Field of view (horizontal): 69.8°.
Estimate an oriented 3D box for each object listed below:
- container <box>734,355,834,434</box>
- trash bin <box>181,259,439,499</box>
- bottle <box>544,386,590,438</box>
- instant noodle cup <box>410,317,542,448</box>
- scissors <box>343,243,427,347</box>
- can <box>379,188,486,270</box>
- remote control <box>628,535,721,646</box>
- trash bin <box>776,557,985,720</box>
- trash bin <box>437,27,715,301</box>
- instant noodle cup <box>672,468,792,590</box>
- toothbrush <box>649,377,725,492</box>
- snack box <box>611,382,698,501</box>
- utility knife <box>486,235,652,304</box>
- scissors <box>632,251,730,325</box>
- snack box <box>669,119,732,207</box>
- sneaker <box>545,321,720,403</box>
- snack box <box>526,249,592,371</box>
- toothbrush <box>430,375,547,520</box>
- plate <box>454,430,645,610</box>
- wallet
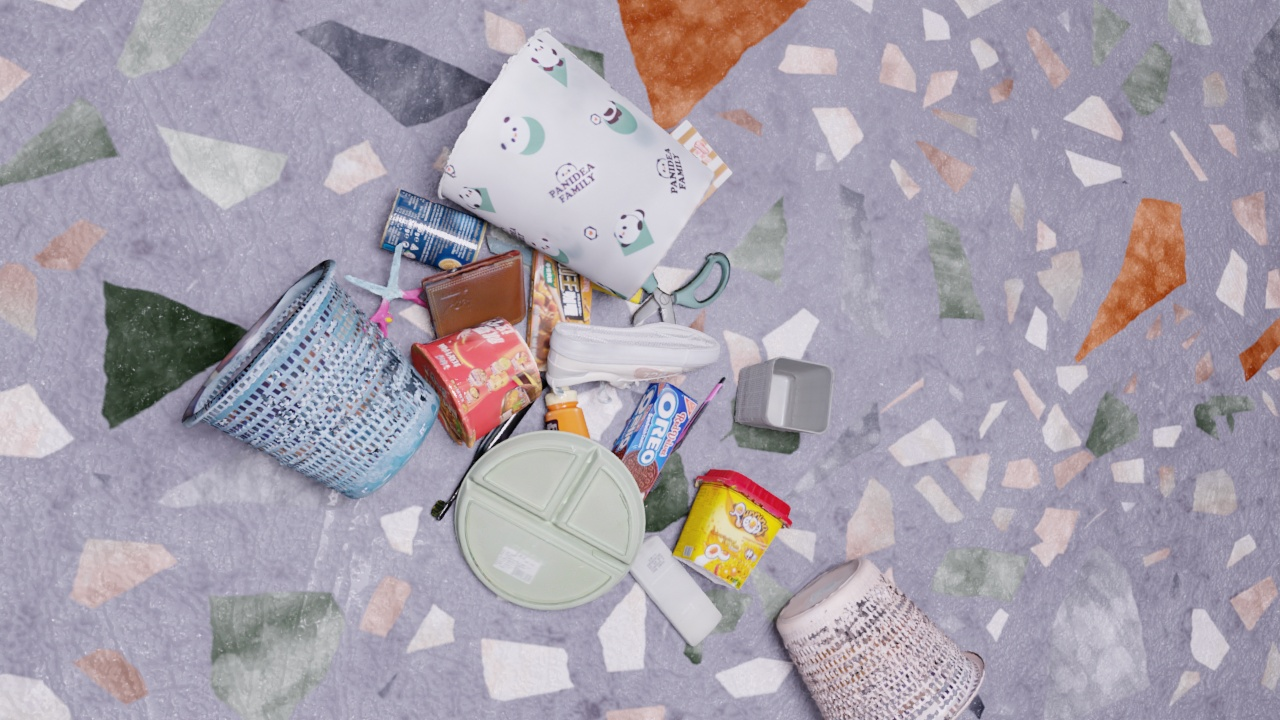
[{"bbox_3d":[0.184,0.048,1.207,0.090,0.114,0.090,11,82,-18],"label":"container"},{"bbox_3d":[-0.337,0.038,0.992,0.195,0.227,0.226,44,73,-24],"label":"trash bin"},{"bbox_3d":[-0.091,0.092,1.140,0.066,0.067,0.149,-7,80,-20],"label":"bottle"},{"bbox_3d":[-0.189,0.018,1.072,0.108,0.138,0.138,-29,95,-22],"label":"instant noodle cup"},{"bbox_3d":[-0.289,-0.075,1.083,0.136,0.017,0.133,1,116,-37],"label":"scissors"},{"bbox_3d":[-0.248,-0.151,1.096,0.111,0.075,0.075,19,79,-16],"label":"can"},{"bbox_3d":[0.042,0.297,1.186,0.058,0.021,0.150,-40,99,-19],"label":"remote control"},{"bbox_3d":[0.288,0.373,1.179,0.227,0.228,0.192,-35,84,-19],"label":"trash bin"},{"bbox_3d":[-0.067,-0.213,1.066,0.252,0.230,0.229,34,75,-6],"label":"trash bin"},{"bbox_3d":[0.111,0.216,1.166,0.116,0.116,0.123,34,74,-14],"label":"instant noodle cup"},{"bbox_3d":[0.062,0.097,1.215,0.018,0.014,0.189,44,73,-21],"label":"toothbrush"},{"bbox_3d":[-0.005,0.125,1.167,0.057,0.058,0.207,35,75,-16],"label":"snack box"},{"bbox_3d":[-0.089,-0.117,1.179,0.230,0.015,0.033,17,80,-19],"label":"utility knife"},{"bbox_3d":[0.043,-0.124,1.213,0.169,0.019,0.175,-27,102,-26],"label":"scissors"},{"bbox_3d":[0.047,-0.242,1.205,0.093,0.077,0.094,47,74,-10],"label":"snack box"},{"bbox_3d":[-0.007,0.007,1.145,0.241,0.089,0.091,0,118,-32],"label":"sneaker"},{"bbox_3d":[-0.102,-0.062,1.155,0.075,0.026,0.154,3,93,-19],"label":"snack box"},{"bbox_3d":[-0.186,0.105,1.124,0.027,0.026,0.212,31,75,20],"label":"toothbrush"},{"bbox_3d":[-0.108,0.196,1.094,0.230,0.027,0.230,0,102,-1],"label":"plate"},{"bbox_3d":[-0.195,-0.074,1.099,0.124,0.101,0.032,-22,48,-19],"label":"wallet"}]
